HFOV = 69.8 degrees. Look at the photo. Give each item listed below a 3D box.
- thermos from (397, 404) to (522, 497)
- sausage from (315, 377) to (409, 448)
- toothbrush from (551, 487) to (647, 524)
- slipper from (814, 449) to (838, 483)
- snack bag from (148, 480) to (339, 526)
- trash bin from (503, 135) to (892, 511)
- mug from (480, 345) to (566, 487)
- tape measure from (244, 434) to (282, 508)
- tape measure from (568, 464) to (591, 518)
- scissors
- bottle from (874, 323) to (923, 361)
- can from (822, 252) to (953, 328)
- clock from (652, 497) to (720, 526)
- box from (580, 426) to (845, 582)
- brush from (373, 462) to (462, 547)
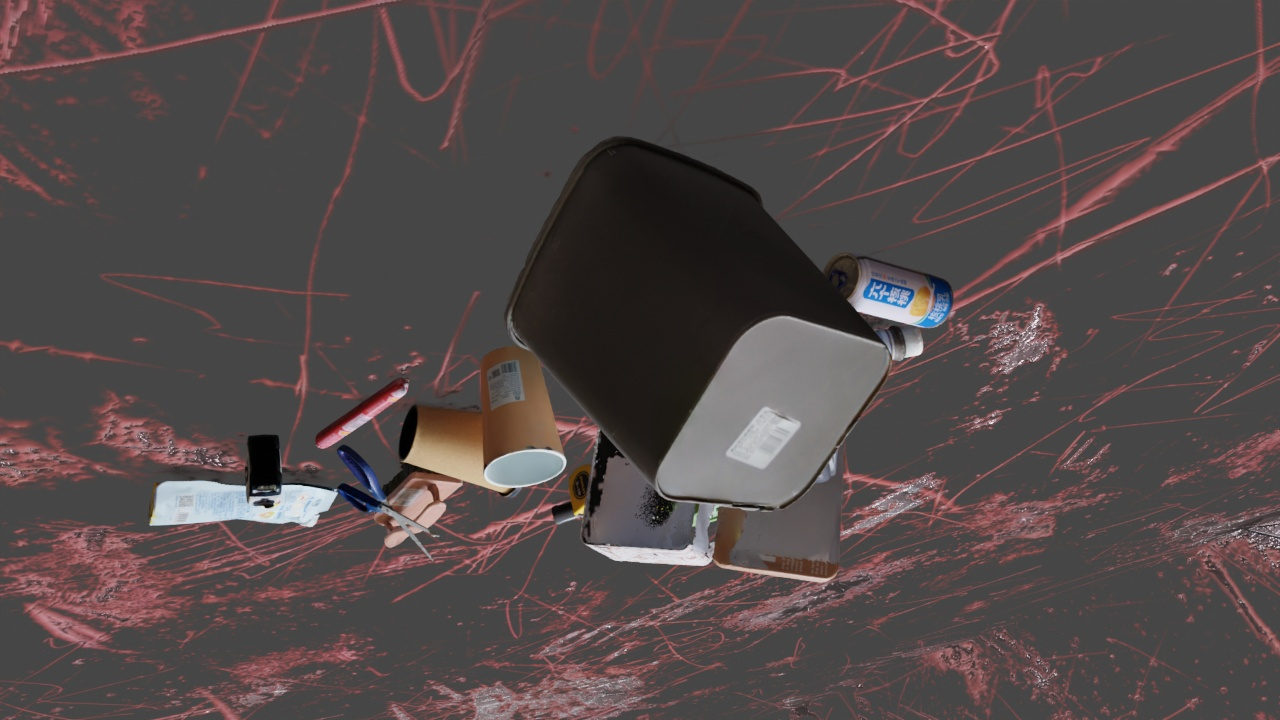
[{"bbox_3d":[-0.179,0.091,0.978,0.143,0.093,0.093,16,140,-26],"label":"thermos"},{"bbox_3d":[-0.285,0.055,0.937,0.156,0.020,0.020,-30,145,28],"label":"sausage"},{"bbox_3d":[-0.016,0.177,1.234,0.213,0.026,0.027,-19,167,5],"label":"toothbrush"},{"bbox_3d":[0.175,0.004,0.875,0.083,0.110,0.268,-11,126,10],"label":"slipper"},{"bbox_3d":[-0.448,0.163,1.040,0.190,0.038,0.111,5,140,-30],"label":"snack bag"},{"bbox_3d":[0.043,-0.018,0.684,0.198,0.219,0.199,12,118,-38],"label":"trash bin"},{"bbox_3d":[-0.120,0.051,0.889,0.078,0.122,0.078,-10,150,-6],"label":"mug"},{"bbox_3d":[-0.393,0.118,0.955,0.033,0.065,0.066,1,146,-26],"label":"tape measure"},{"bbox_3d":[-0.065,0.161,1.158,0.029,0.060,0.057,17,133,-38],"label":"tape measure"},{"bbox_3d":[-0.291,0.160,1.030,0.176,0.012,0.162,9,132,39],"label":"scissors"},{"bbox_3d":[0.205,-0.005,0.990,0.195,0.044,0.080,-11,136,-3],"label":"bottle"},{"bbox_3d":[0.241,-0.068,0.893,0.134,0.053,0.053,10,143,-33],"label":"can"},{"bbox_3d":[0.087,0.181,1.228,0.161,0.056,0.116,-25,159,11],"label":"clock"},{"bbox_3d":[0.081,0.132,0.983,0.272,0.177,0.106,4,158,12],"label":"box"},{"bbox_3d":[-0.270,0.168,1.081,0.063,0.073,0.146,12,144,-37],"label":"brush"}]
